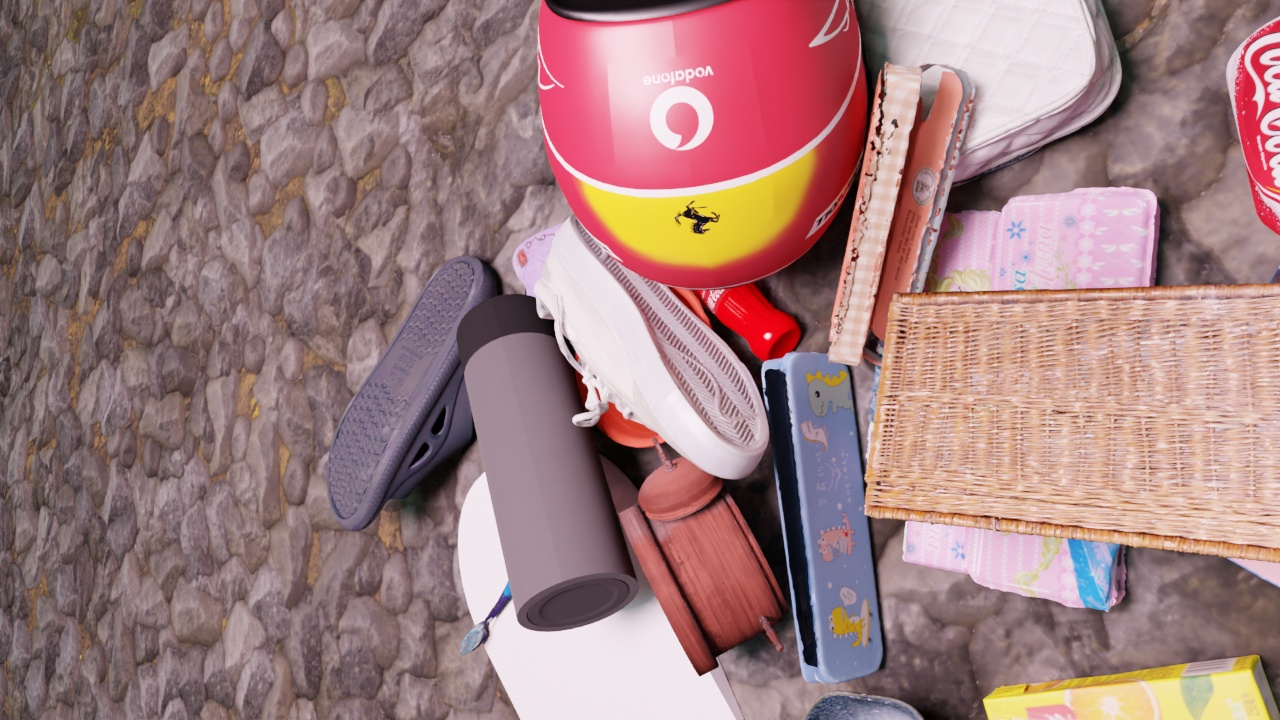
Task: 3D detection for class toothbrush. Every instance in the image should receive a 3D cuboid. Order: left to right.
[{"bbox_3d":[-0.098,0.172,0.727,0.016,0.017,0.189,40,114,13],"label":"toothbrush"}]

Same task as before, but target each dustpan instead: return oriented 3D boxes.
[{"bbox_3d":[-0.046,0.194,0.741,0.192,0.053,0.257,-38,75,30],"label":"dustpan"}]

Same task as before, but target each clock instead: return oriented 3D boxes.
[{"bbox_3d":[0.037,0.125,0.611,0.072,0.120,0.157,-26,76,-3],"label":"clock"}]

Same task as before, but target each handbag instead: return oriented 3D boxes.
[{"bbox_3d":[0.197,-0.210,0.550,0.139,0.072,0.194,-21,73,44],"label":"handbag"}]

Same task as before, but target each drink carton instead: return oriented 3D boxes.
[{"bbox_3d":[0.257,0.196,0.482,0.135,0.042,0.058,-23,73,35],"label":"drink carton"}]

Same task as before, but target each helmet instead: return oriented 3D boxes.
[{"bbox_3d":[0.040,-0.168,0.578,0.198,0.225,0.270,-5,49,11],"label":"helmet"}]

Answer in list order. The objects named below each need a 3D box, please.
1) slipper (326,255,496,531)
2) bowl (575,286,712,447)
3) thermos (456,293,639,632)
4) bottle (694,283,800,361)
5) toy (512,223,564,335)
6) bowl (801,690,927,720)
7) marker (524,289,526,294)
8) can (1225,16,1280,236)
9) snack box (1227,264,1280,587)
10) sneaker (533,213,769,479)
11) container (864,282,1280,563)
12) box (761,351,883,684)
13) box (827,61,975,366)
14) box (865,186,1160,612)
[{"bbox_3d":[-0.198,0.034,0.847,0.111,0.083,0.268,21,81,46],"label":"slipper"},{"bbox_3d":[0.013,0.000,0.693,0.131,0.045,0.130,-4,83,39],"label":"bowl"},{"bbox_3d":[-0.074,0.066,0.667,0.082,0.082,0.240,-42,49,28],"label":"thermos"},{"bbox_3d":[0.064,-0.047,0.662,0.119,0.036,0.036,47,114,32],"label":"bottle"},{"bbox_3d":[-0.068,-0.067,0.770,0.080,0.036,0.099,-25,69,17],"label":"toy"},{"bbox_3d":[0.147,0.251,0.556,0.111,0.055,0.110,-4,84,38],"label":"bowl"},{"bbox_3d":[-0.098,-0.008,0.800,0.021,0.017,0.123,-1,84,38],"label":"marker"},{"bbox_3d":[0.320,-0.108,0.431,0.064,0.064,0.104,-14,61,37],"label":"can"},{"bbox_3d":[0.325,0.029,0.449,0.088,0.033,0.154,35,107,35],"label":"snack box"},{"bbox_3d":[-0.004,0.004,0.626,0.091,0.089,0.242,-56,49,26],"label":"sneaker"},{"bbox_3d":[0.217,0.030,0.439,0.199,0.113,0.112,2,82,37],"label":"container"},{"bbox_3d":[0.121,0.097,0.588,0.059,0.068,0.209,-11,79,22],"label":"box"},{"bbox_3d":[0.152,-0.080,0.544,0.064,0.056,0.188,6,123,2],"label":"box"},{"bbox_3d":[0.208,0.016,0.543,0.159,0.035,0.230,5,88,38],"label":"box"}]
